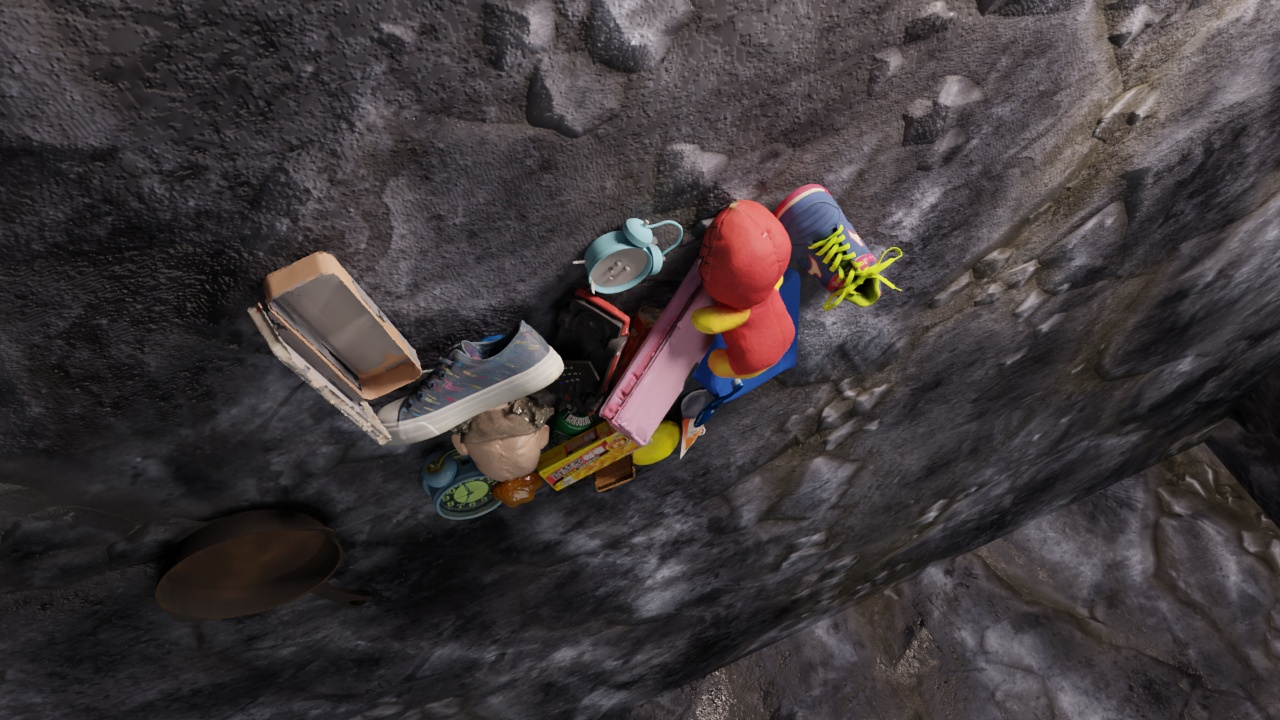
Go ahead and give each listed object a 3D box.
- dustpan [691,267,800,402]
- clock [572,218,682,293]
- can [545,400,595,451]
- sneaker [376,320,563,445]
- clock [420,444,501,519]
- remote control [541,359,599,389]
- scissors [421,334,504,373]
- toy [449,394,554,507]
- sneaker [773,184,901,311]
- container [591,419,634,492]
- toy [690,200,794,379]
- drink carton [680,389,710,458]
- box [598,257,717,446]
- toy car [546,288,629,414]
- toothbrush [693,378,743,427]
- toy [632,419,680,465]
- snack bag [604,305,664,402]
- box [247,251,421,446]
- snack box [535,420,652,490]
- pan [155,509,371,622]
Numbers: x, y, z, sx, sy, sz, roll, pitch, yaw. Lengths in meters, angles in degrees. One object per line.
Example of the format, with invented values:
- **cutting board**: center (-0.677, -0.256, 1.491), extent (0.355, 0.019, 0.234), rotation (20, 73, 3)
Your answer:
- **dustpan**: center (0.098, 0.004, 1.250), extent (0.257, 0.059, 0.246), rotation (-36, 151, -13)
- **clock**: center (-0.008, -0.116, 1.014), extent (0.123, 0.042, 0.087), rotation (-27, 149, 3)
- **can**: center (-0.097, 0.094, 1.254), extent (0.053, 0.053, 0.101), rotation (-8, 144, -28)
- **sneaker**: center (-0.206, 0.021, 1.037), extent (0.236, 0.087, 0.079), rotation (-22, 115, 11)
- **clock**: center (-0.235, 0.153, 1.235), extent (0.118, 0.060, 0.162), rotation (-17, 144, -13)
- **remote control**: center (-0.102, 0.015, 1.098), extent (0.125, 0.010, 0.039), rotation (-5, 123, 37)
- **scissors**: center (-0.209, 0.000, 1.071), extent (0.133, 0.015, 0.104), rotation (-8, 148, -21)
- **toy**: center (-0.168, 0.104, 1.155), extent (0.133, 0.076, 0.176), rotation (-6, 114, 2)
- **sneaker**: center (0.244, -0.135, 1.130), extent (0.116, 0.091, 0.241), rotation (-35, 148, 18)
- **container**: center (-0.049, 0.136, 1.346), extent (0.063, 0.061, 0.114), rotation (-20, 149, -11)
- **toy**: center (0.126, -0.084, 1.064), extent (0.147, 0.099, 0.217), rotation (-49, 143, -39)
- **drink carton**: center (0.081, 0.099, 1.406), extent (0.069, 0.039, 0.122), rotation (-51, 160, -29)
- **box**: center (0.039, -0.010, 1.102), extent (0.232, 0.046, 0.098), rotation (-56, 151, -11)
- **toy car**: center (-0.067, -0.007, 1.102), extent (0.056, 0.081, 0.190), rotation (-55, 172, -40)
- **toothbrush**: center (0.106, 0.060, 1.269), extent (0.021, 0.016, 0.133), rotation (-2, 152, -30)
- **toy**: center (0.017, 0.124, 1.400), extent (0.095, 0.041, 0.094), rotation (-5, 138, -30)
- **snack bag**: center (-0.007, 0.007, 1.159), extent (0.087, 0.044, 0.155), rotation (-35, 150, -58)
- **box**: center (-0.293, -0.014, 0.925), extent (0.107, 0.095, 0.216), rotation (-47, 152, -14)
- **snack box**: center (-0.063, 0.121, 1.239), extent (0.152, 0.025, 0.075), rotation (-27, 149, 2)
- **pan**: center (-0.490, 0.290, 1.262), extent (0.249, 0.043, 0.356), rotation (-31, 149, 7)
